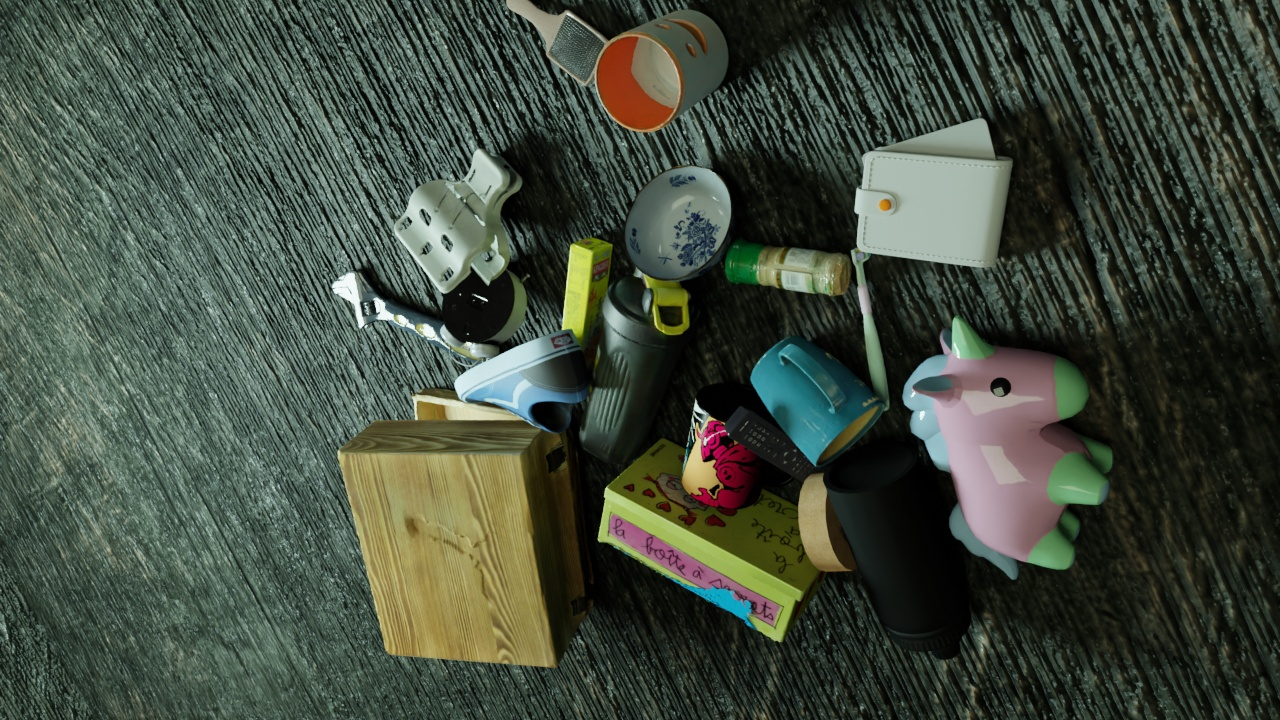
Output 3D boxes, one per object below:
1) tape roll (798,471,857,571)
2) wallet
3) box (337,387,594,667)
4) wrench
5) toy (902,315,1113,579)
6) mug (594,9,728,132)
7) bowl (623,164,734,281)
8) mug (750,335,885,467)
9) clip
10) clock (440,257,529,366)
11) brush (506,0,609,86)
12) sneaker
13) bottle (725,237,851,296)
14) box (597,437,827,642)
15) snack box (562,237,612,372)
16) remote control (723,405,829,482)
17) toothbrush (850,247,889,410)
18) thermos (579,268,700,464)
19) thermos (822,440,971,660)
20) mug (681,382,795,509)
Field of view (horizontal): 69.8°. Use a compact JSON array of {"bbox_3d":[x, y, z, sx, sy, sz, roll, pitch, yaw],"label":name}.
[{"bbox_3d":[0.184,0.152,0.870,0.027,0.093,0.094,-12,102,36],"label":"tape roll"},{"bbox_3d":[0.238,-0.142,0.751,0.118,0.037,0.115,12,115,25],"label":"wallet"},{"bbox_3d":[-0.183,0.194,1.105,0.252,0.191,0.279,0,109,18],"label":"box"},{"bbox_3d":[-0.282,-0.049,1.139,0.273,0.022,0.073,22,113,25],"label":"wrench"},{"bbox_3d":[0.295,0.080,0.765,0.171,0.119,0.223,21,124,20],"label":"toy"},{"bbox_3d":[0.021,-0.253,0.796,0.082,0.105,0.082,16,126,22],"label":"mug"},{"bbox_3d":[0.044,-0.123,0.867,0.114,0.045,0.114,-9,70,27],"label":"bowl"},{"bbox_3d":[0.155,0.026,0.832,0.104,0.084,0.112,49,173,24],"label":"mug"},{"bbox_3d":[-0.184,-0.155,1.006,0.152,0.101,0.126,-44,64,2],"label":"clip"},{"bbox_3d":[-0.178,-0.052,1.030,0.094,0.035,0.122,24,91,26],"label":"clock"},{"bbox_3d":[-0.088,-0.323,0.893,0.135,0.015,0.050,43,120,20],"label":"brush"},{"bbox_3d":[-0.131,0.041,1.003,0.242,0.083,0.098,-21,88,56],"label":"sneaker"},{"bbox_3d":[0.135,-0.085,0.839,0.111,0.043,0.043,11,115,29],"label":"bottle"},{"bbox_3d":[0.081,0.177,0.932,0.221,0.124,0.079,24,123,25],"label":"box"},{"bbox_3d":[-0.059,-0.055,0.978,0.029,0.040,0.148,21,119,24],"label":"snack box"},{"bbox_3d":[0.130,0.082,0.869,0.032,0.136,0.015,-51,39,8],"label":"remote control"},{"bbox_3d":[0.209,-0.026,0.829,0.015,0.022,0.155,13,120,57],"label":"toothbrush"},{"bbox_3d":[-0.006,0.005,0.939,0.098,0.097,0.221,32,128,19],"label":"thermos"},{"bbox_3d":[0.241,0.180,0.839,0.086,0.085,0.198,-12,111,36],"label":"thermos"},{"bbox_3d":[0.106,0.087,0.912,0.118,0.081,0.098,9,117,0],"label":"mug"}]
